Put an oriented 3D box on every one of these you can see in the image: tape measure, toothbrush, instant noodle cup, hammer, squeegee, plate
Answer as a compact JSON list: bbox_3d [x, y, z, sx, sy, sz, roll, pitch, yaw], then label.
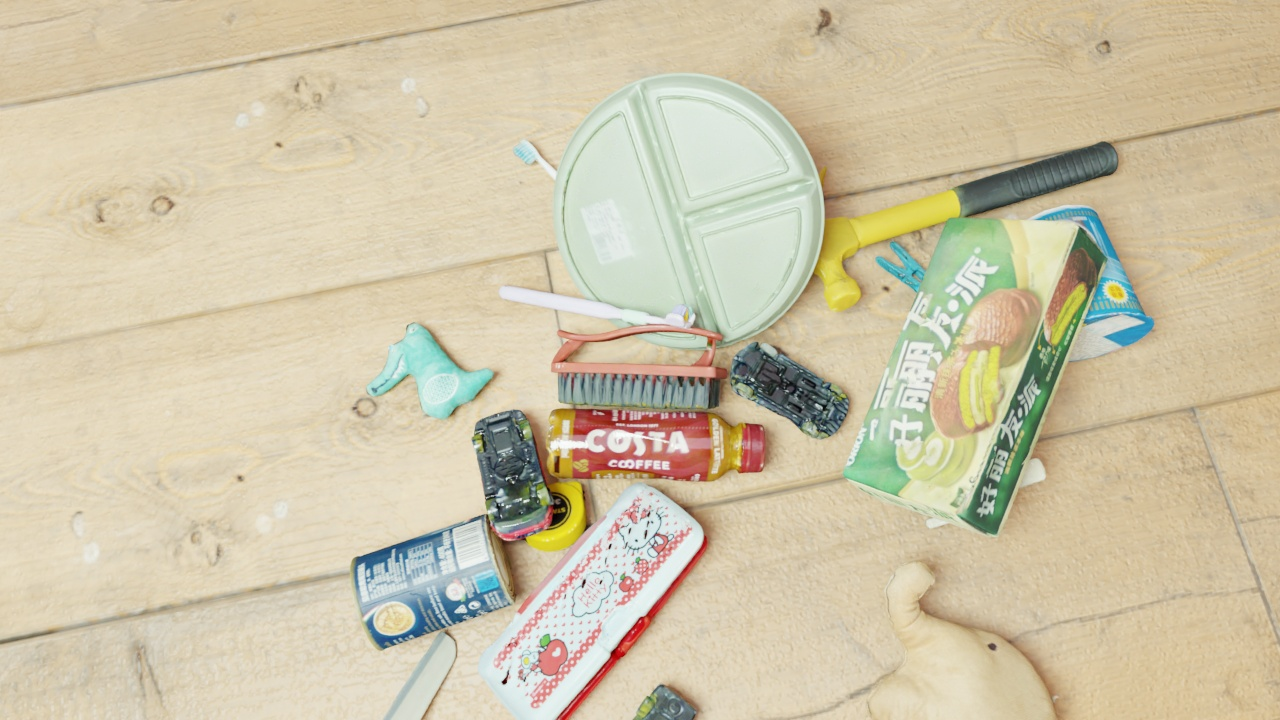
[{"bbox_3d":[-0.072,0.128,0.747,0.060,0.029,0.057,-12,48,-1],"label":"tape measure"},{"bbox_3d":[-0.043,-0.047,0.766,0.189,0.029,0.021,10,99,29],"label":"toothbrush"},{"bbox_3d":[0.360,-0.066,0.768,0.099,0.099,0.109,-6,67,-1],"label":"instant noodle cup"},{"bbox_3d":[0.277,-0.139,0.808,0.300,0.033,0.128,-17,65,-6],"label":"hammer"},{"bbox_3d":[-0.032,-0.123,0.818,0.027,0.026,0.224,-41,78,-18],"label":"toothbrush"},{"bbox_3d":[-0.118,0.375,0.682,0.246,0.039,0.245,31,60,3],"label":"squeegee"},{"bbox_3d":[0.033,-0.113,0.745,0.230,0.027,0.230,6,111,15],"label":"plate"}]

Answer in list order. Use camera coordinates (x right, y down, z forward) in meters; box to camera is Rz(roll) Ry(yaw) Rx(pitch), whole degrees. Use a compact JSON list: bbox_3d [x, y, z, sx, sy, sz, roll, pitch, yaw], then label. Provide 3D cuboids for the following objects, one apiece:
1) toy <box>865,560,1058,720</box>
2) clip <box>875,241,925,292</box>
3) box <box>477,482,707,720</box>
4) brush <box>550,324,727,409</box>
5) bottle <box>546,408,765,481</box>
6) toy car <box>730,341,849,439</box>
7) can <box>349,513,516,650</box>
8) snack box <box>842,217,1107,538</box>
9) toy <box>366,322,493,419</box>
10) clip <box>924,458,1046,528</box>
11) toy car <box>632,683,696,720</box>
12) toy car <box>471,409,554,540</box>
[{"bbox_3d":[0.241,0.263,0.684,0.143,0.083,0.225,-1,72,-12],"label":"toy"},{"bbox_3d":[0.235,-0.079,0.810,0.041,0.014,0.056,-43,76,-10],"label":"clip"},{"bbox_3d":[-0.037,0.188,0.715,0.090,0.068,0.201,40,80,11],"label":"box"},{"bbox_3d":[-0.004,0.004,0.758,0.146,0.063,0.069,1,88,15],"label":"brush"},{"bbox_3d":[0.013,0.069,0.750,0.175,0.057,0.057,1,75,2],"label":"bottle"},{"bbox_3d":[0.123,0.026,0.773,0.105,0.031,0.049,32,76,6],"label":"toy car"},{"bbox_3d":[-0.159,0.171,0.716,0.111,0.075,0.075,-18,75,-4],"label":"can"},{"bbox_3d":[0.260,0.007,0.717,0.063,0.115,0.240,28,83,-36],"label":"snack box"},{"bbox_3d":[-0.185,0.012,0.785,0.096,0.030,0.092,-40,73,-2],"label":"toy"},{"bbox_3d":[0.274,0.106,0.750,0.098,0.064,0.034,-22,74,3],"label":"clip"},{"bbox_3d":[0.005,0.294,0.702,0.042,0.035,0.090,34,84,11],"label":"toy car"},{"bbox_3d":[-0.101,0.092,0.732,0.053,0.045,0.120,-17,43,-4],"label":"toy car"}]
